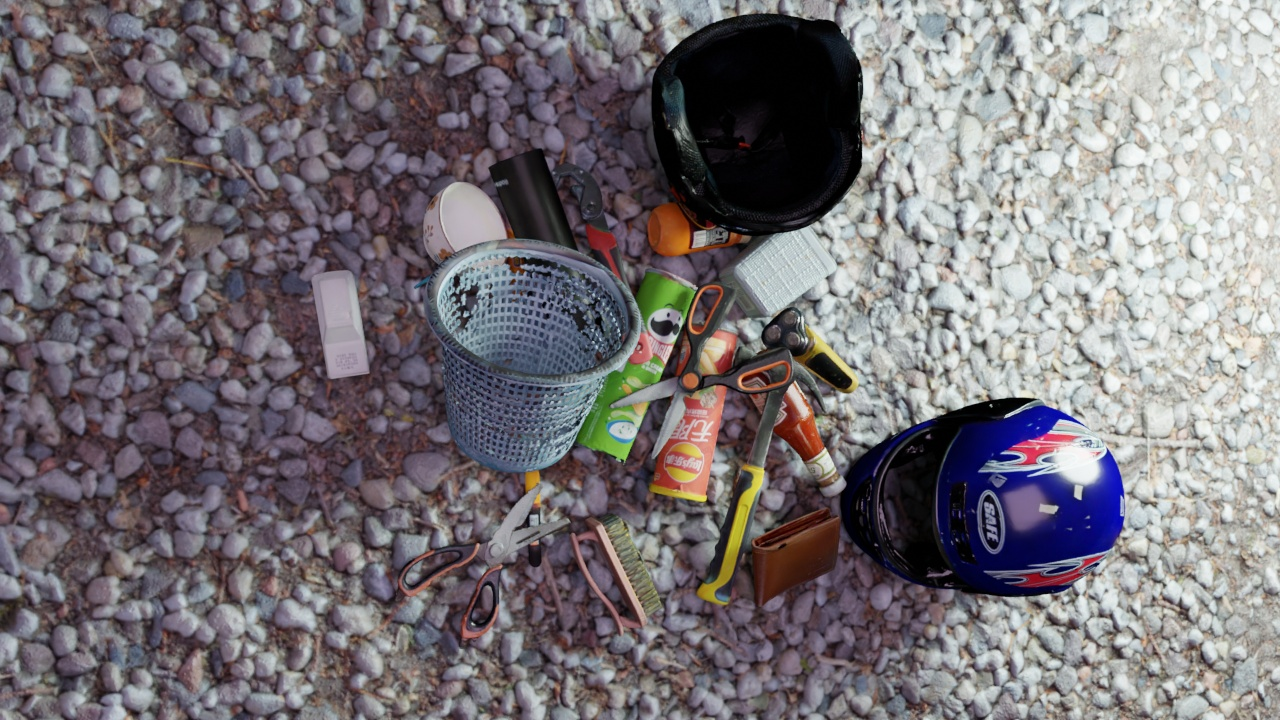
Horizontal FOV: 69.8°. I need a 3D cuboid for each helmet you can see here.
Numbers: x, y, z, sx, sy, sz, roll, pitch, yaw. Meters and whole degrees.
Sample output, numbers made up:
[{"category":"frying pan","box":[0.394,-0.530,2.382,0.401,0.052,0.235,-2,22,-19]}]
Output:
[{"category":"helmet","box":[0.135,-0.262,1.068,0.233,0.230,0.274,-18,80,2]},{"category":"helmet","box":[0.436,0.175,1.136,0.315,0.240,0.247,-8,89,-12]}]

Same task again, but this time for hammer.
[{"category":"hammer","box":[0.139,0.152,1.141,0.126,0.032,0.323,15,98,1]}]

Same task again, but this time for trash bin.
[{"category":"trash bin","box":[-0.131,0.009,1.015,0.226,0.196,0.226,10,43,-9]}]

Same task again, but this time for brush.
[{"category":"brush","box":[-0.030,0.262,1.122,0.073,0.063,0.145,-26,97,-16]}]

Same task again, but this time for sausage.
[{"category":"sausage","box":[-0.153,-0.140,1.120,0.021,0.021,0.165,-6,91,-13]}]

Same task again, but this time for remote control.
[{"category":"remote control","box":[-0.351,-0.042,1.074,0.049,0.024,0.125,-10,92,-12]}]

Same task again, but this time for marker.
[{"category":"marker","box":[-0.131,0.192,1.125,0.018,0.015,0.124,-2,92,-11]}]

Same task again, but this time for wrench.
[{"category":"wrench","box":[-0.043,-0.121,1.108,0.056,0.016,0.273,-20,76,-8]}]

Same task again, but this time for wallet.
[{"category":"wallet","box":[0.195,0.249,1.160,0.124,0.032,0.101,-20,126,-19]}]

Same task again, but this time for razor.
[{"category":"razor","box":[0.222,-0.004,1.162,0.062,0.067,0.167,-44,127,15]}]

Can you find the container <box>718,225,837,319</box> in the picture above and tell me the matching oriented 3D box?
[{"category":"container","box":[0.168,-0.115,1.158,0.111,0.090,0.090,-38,96,-8]}]

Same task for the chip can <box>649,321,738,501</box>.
[{"category":"chip can","box":[0.068,0.064,1.140,0.073,0.073,0.216,14,86,-12]}]

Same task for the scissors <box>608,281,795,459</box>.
[{"category":"scissors","box":[0.073,0.008,1.090,0.221,0.022,0.228,1,81,-1]}]

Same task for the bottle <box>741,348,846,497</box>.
[{"category":"bottle","box":[0.198,0.083,1.175,0.059,0.060,0.206,-33,96,-11]}]

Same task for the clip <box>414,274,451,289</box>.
[{"category":"clip","box":[-0.244,-0.097,1.104,0.055,0.013,0.038,-46,99,-10]}]

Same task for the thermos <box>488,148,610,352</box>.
[{"category":"thermos","box":[-0.098,-0.128,1.089,0.068,0.090,0.242,-31,104,-43]}]

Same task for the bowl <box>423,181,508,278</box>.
[{"category":"bowl","box":[-0.214,-0.145,1.076,0.062,0.113,0.113,-19,94,30]}]

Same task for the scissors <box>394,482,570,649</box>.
[{"category":"scissors","box":[-0.190,0.243,1.103,0.189,0.015,0.226,12,90,-10]}]

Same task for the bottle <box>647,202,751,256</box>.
[{"category":"bottle","box":[0.086,-0.167,1.156,0.149,0.067,0.067,-5,90,-20]}]

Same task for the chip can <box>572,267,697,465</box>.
[{"category":"chip can","box":[-0.007,0.007,1.126,0.072,0.072,0.236,24,85,-11]}]
